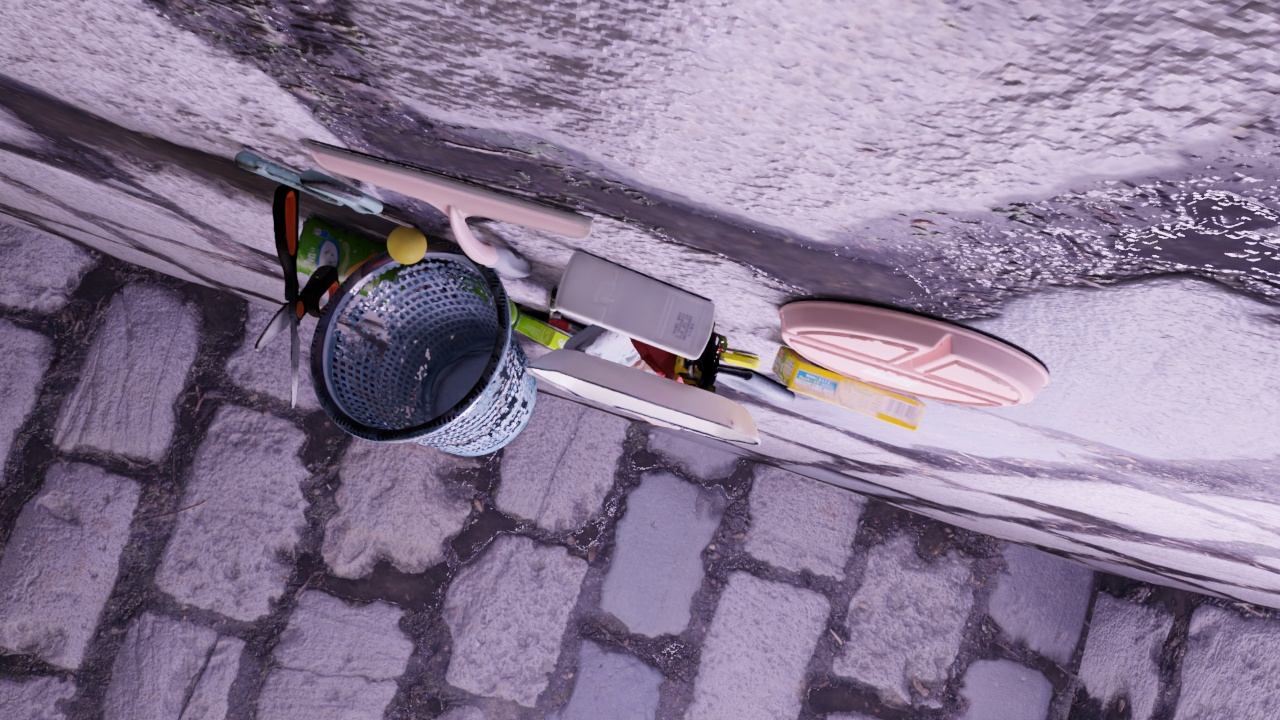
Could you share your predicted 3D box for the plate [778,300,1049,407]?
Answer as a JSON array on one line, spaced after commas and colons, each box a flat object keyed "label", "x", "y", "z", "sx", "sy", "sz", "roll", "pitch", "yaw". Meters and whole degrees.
[{"label": "plate", "x": 0.228, "y": -0.001, "z": 0.792, "sx": 0.229, "sy": 0.028, "sz": 0.229, "roll": 17, "pitch": 173, "yaw": 2}]

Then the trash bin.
[{"label": "trash bin", "x": -0.218, "y": 0.010, "z": 1.029, "sx": 0.227, "sy": 0.226, "sz": 0.195, "roll": 15, "pitch": 163, "yaw": 20}]

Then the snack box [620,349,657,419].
[{"label": "snack box", "x": -0.009, "y": 0.024, "z": 1.274, "sx": 0.094, "sy": 0.092, "sz": 0.077, "roll": 17, "pitch": 173, "yaw": 3}]

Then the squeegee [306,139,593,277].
[{"label": "squeegee", "x": -0.139, "y": -0.105, "z": 0.833, "sx": 0.248, "sy": 0.040, "sz": 0.249, "roll": 16, "pitch": 173, "yaw": 11}]

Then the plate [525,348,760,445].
[{"label": "plate", "x": 0.007, "y": 0.038, "z": 1.000, "sx": 0.266, "sy": 0.034, "sz": 0.162, "roll": 17, "pitch": 171, "yaw": 5}]

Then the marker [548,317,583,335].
[{"label": "marker", "x": -0.079, "y": -0.035, "z": 1.301, "sx": 0.017, "sy": 0.017, "sz": 0.145, "roll": 12, "pitch": 171, "yaw": 37}]

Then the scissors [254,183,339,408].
[{"label": "scissors", "x": -0.360, "y": -0.069, "z": 0.957, "sx": 0.022, "sy": 0.234, "sz": 0.220, "roll": 0, "pitch": -173, "yaw": 1}]

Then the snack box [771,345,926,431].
[{"label": "snack box", "x": 0.210, "y": 0.027, "z": 0.935, "sx": 0.140, "sy": 0.034, "sz": 0.087, "roll": 20, "pitch": -170, "yaw": -7}]

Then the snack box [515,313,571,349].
[{"label": "snack box", "x": -0.119, "y": -0.029, "z": 1.281, "sx": 0.085, "sy": 0.026, "sz": 0.156, "roll": 25, "pitch": 180, "yaw": -31}]

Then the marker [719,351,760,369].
[{"label": "marker", "x": 0.093, "y": -0.009, "z": 1.111, "sx": 0.124, "sy": 0.015, "sz": 0.018, "roll": 15, "pitch": 172, "yaw": 41}]

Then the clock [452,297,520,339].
[{"label": "clock", "x": -0.212, "y": -0.035, "z": 1.245, "sx": 0.056, "sy": 0.116, "sz": 0.161, "roll": 30, "pitch": 172, "yaw": -17}]

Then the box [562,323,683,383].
[{"label": "box", "x": -0.009, "y": 0.004, "z": 1.093, "sx": 0.102, "sy": 0.100, "sz": 0.201, "roll": 54, "pitch": -176, "yaw": 16}]

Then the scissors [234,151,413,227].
[{"label": "scissors", "x": -0.280, "y": -0.154, "z": 0.837, "sx": 0.170, "sy": 0.019, "sz": 0.181, "roll": 21, "pitch": 178, "yaw": -27}]

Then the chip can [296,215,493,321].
[{"label": "chip can", "x": -0.298, "y": -0.100, "z": 1.111, "sx": 0.236, "sy": 0.072, "sz": 0.072, "roll": 20, "pitch": 173, "yaw": -19}]

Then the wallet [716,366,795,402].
[{"label": "wallet", "x": 0.139, "y": 0.028, "z": 1.260, "sx": 0.097, "sy": 0.019, "sz": 0.121, "roll": 26, "pitch": 170, "yaw": -40}]

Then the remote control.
[{"label": "remote control", "x": -0.004, "y": -0.050, "z": 0.849, "sx": 0.150, "sy": 0.058, "sz": 0.021, "roll": 20, "pitch": 175, "yaw": -17}]

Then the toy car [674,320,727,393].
[{"label": "toy car", "x": 0.061, "y": -0.005, "z": 0.985, "sx": 0.041, "sy": 0.071, "sz": 0.156, "roll": 13, "pitch": 170, "yaw": 15}]

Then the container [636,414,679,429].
[{"label": "container", "x": 0.012, "y": 0.040, "z": 1.378, "sx": 0.111, "sy": 0.090, "sz": 0.090, "roll": 26, "pitch": 170, "yaw": -33}]

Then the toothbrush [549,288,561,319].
[{"label": "toothbrush", "x": -0.104, "y": -0.068, "z": 1.136, "sx": 0.017, "sy": 0.012, "sz": 0.186, "roll": 12, "pitch": 173, "yaw": -5}]

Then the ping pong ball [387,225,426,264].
[{"label": "ping pong ball", "x": -0.242, "y": -0.120, "z": 0.952, "sx": 0.040, "sy": 0.040, "sz": 0.040, "roll": 17, "pitch": 173, "yaw": 2}]
